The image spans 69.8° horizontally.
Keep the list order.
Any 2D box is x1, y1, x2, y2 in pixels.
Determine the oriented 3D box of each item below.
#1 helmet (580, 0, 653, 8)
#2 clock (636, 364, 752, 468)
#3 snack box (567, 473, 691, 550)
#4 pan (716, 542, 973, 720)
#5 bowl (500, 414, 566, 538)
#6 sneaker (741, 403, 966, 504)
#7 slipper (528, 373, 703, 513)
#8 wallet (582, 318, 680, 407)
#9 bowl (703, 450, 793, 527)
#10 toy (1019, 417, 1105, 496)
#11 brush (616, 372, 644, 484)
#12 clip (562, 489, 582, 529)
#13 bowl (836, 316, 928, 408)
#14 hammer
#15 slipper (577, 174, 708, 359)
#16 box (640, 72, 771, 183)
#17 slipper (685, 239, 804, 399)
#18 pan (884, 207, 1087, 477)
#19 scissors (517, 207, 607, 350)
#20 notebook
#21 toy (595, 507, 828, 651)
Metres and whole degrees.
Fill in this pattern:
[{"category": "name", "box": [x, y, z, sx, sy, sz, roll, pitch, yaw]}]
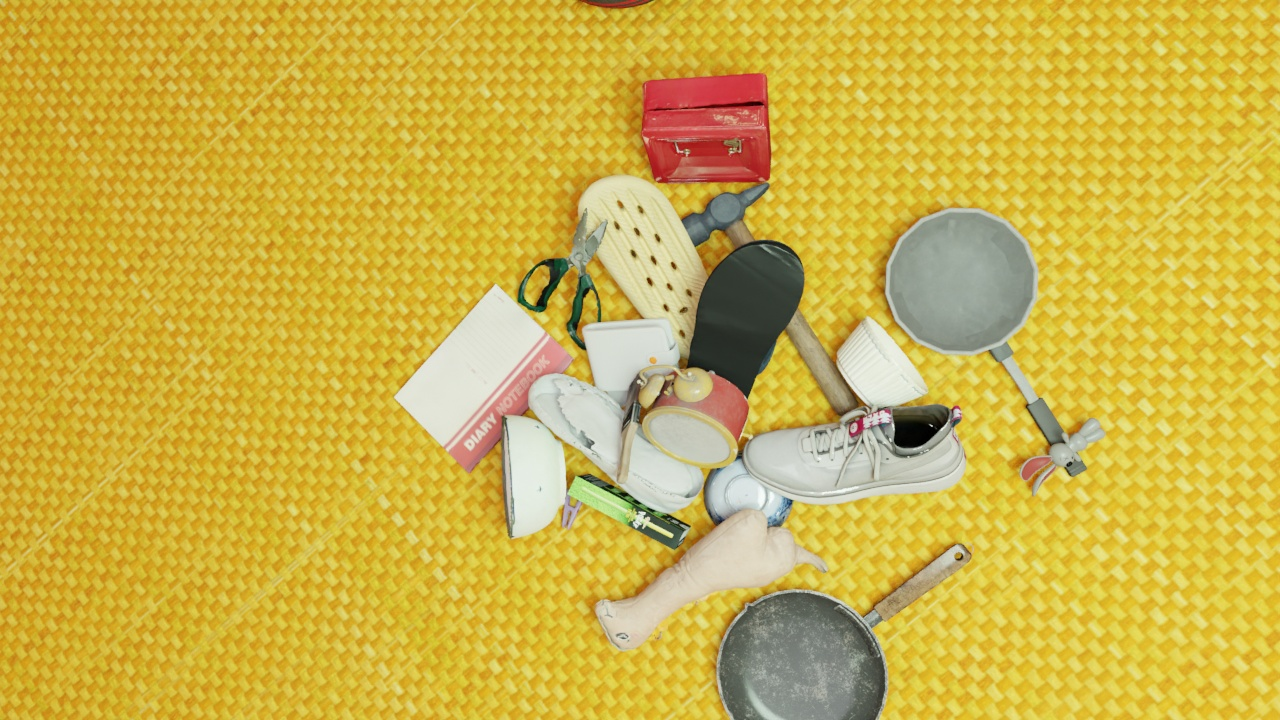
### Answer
[{"category": "helmet", "box": [-0.034, -0.540, 1.170, 0.265, 0.164, 0.170, 7, 98, 20]}, {"category": "clock", "box": [0.062, 0.052, 1.095, 0.117, 0.159, 0.081, -11, 43, 42]}, {"category": "snack box", "box": [-0.012, 0.187, 1.146, 0.147, 0.080, 0.025, 26, 89, 11]}, {"category": "pan", "box": [0.255, 0.331, 1.110, 0.357, 0.040, 0.207, -38, 80, 4]}, {"category": "bowl", "box": [-0.134, 0.143, 1.145, 0.073, 0.153, 0.153, -2, 84, -13]}, {"category": "sneaker", "box": [0.249, 0.098, 1.075, 0.263, 0.129, 0.096, -3, 53, 10]}, {"category": "slipper", "box": [-0.036, 0.103, 1.151, 0.247, 0.112, 0.075, 36, 122, 1]}, {"category": "wallet", "box": [-0.007, 0.007, 1.167, 0.118, 0.037, 0.115, -3, 116, 20]}, {"category": "bowl", "box": [0.133, 0.168, 1.140, 0.114, 0.045, 0.114, -1, 85, 10]}, {"category": "toy", "box": [0.493, 0.110, 1.073, 0.112, 0.030, 0.049, -39, 117, 3]}, {"category": "brush", "box": [-0.013, 0.081, 1.110, 0.012, 0.039, 0.151, 18, 54, -14]}, {"category": "clip", "box": [-0.094, 0.190, 1.195, 0.042, 0.014, 0.052, 40, 90, 10]}, {"category": "bowl", "box": [0.283, 0.010, 1.101, 0.063, 0.115, 0.115, -40, 80, 19]}, {"category": "hammer", "box": [0.180, -0.073, 1.160, 0.129, 0.040, 0.321, -31, 82, 2]}, {"category": "slipper", "box": [0.023, -0.122, 1.171, 0.111, 0.079, 0.261, -31, 100, 11]}, {"category": "box", "box": [0.085, -0.298, 1.147, 0.157, 0.134, 0.112, 2, 74, 9]}, {"category": "slipper", "box": [0.119, -0.046, 1.111, 0.109, 0.083, 0.266, 19, 130, 3]}, {"category": "pan", "box": [0.431, -0.018, 1.109, 0.179, 0.041, 0.357, -32, 86, 6]}, {"category": "scissors", "box": [-0.071, -0.096, 1.161, 0.142, 0.015, 0.210, 47, 133, 3]}, {"category": "notebook", "box": [-0.211, 0.024, 1.229, 0.153, 0.012, 0.209, 43, 94, 10]}, {"category": "toy", "box": [0.081, 0.286, 1.126, 0.196, 0.065, 0.265, 36, 109, -25]}]
